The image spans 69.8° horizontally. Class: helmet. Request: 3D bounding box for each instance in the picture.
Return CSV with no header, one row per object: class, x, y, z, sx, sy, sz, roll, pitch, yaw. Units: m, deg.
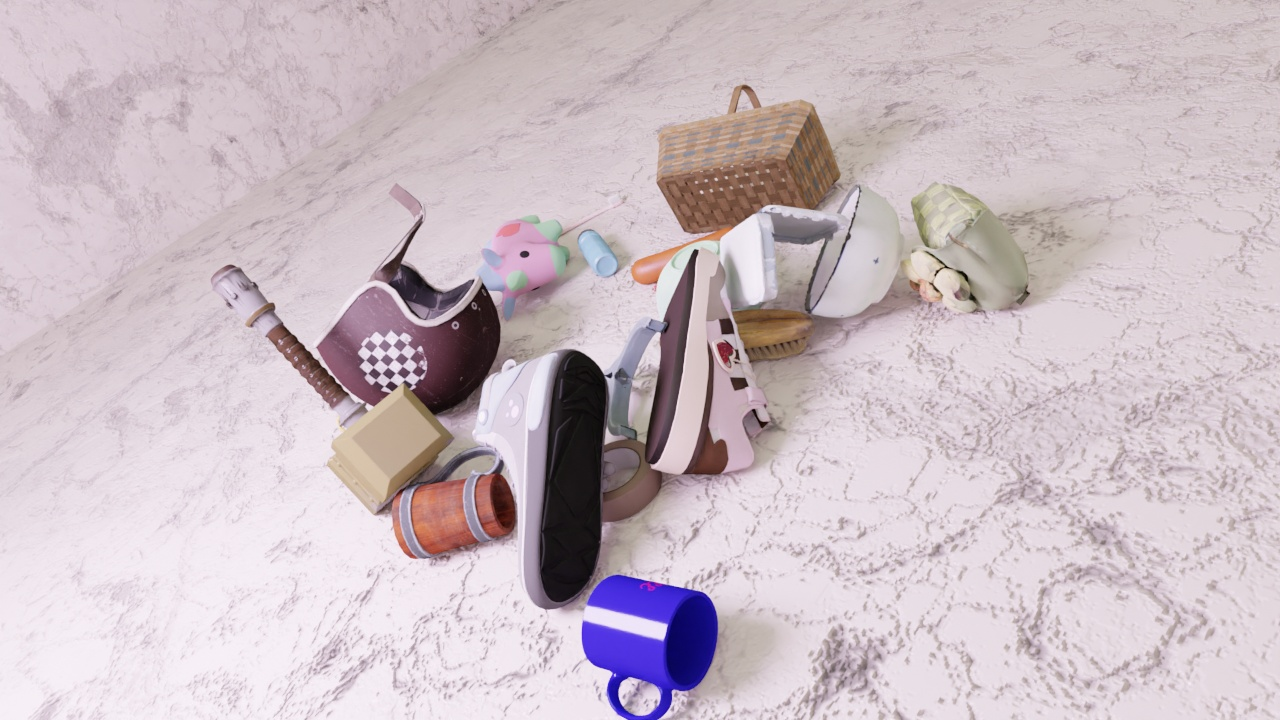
helmet,-0.310,-0.054,1.225,0.234,0.253,0.233,-48,15,7

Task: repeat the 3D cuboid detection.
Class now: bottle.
bottle,-0.069,-0.170,1.424,0.040,0.040,0.130,-28,32,-3

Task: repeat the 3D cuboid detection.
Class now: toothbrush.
toothbrush,-0.112,-0.238,1.575,0.181,0.018,0.015,-29,31,-3

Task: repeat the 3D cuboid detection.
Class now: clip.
clip,-0.004,0.000,1.050,0.168,0.031,0.165,-109,40,-63

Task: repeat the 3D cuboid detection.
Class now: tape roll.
tape roll,-0.026,0.126,0.971,0.094,0.030,0.093,-18,33,12

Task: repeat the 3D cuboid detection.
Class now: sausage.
sausage,0.064,-0.146,1.294,0.164,0.039,0.044,-19,16,12

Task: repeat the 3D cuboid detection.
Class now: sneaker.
sneaker,-0.117,0.118,0.931,0.161,0.093,0.256,-10,68,41
sneaker,0.086,-0.003,0.992,0.116,0.112,0.293,16,48,-8

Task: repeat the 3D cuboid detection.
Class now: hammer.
hammer,-0.376,0.018,1.067,0.100,0.325,0.191,-43,2,-26

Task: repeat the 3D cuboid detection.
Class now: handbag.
handbag,0.343,-0.118,1.008,0.117,0.113,0.186,-41,20,21

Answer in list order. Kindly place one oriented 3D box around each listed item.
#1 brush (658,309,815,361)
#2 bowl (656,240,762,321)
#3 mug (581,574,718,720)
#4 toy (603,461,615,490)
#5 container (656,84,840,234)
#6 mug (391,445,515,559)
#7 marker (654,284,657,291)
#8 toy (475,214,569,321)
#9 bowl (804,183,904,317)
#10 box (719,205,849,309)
brush,0.113,-0.027,1.082,0.196,0.043,0.059,-6,36,28
bowl,0.083,-0.105,1.188,0.151,0.077,0.150,-19,32,13
mug,0.004,0.239,0.755,0.084,0.079,0.111,2,69,37
toy,-0.069,0.107,0.969,0.112,0.030,0.049,18,81,46
container,0.158,-0.301,1.352,0.250,0.157,0.185,-3,50,33
mug,-0.201,0.152,1.006,0.111,0.081,0.117,-14,51,13
marker,0.086,-0.125,1.276,0.142,0.013,0.012,-22,32,6
toy,-0.199,-0.163,1.451,0.170,0.120,0.222,-30,32,-25
bowl,0.246,-0.114,1.031,0.073,0.154,0.153,19,41,0
box,0.149,-0.108,1.026,0.130,0.105,0.210,4,2,1
